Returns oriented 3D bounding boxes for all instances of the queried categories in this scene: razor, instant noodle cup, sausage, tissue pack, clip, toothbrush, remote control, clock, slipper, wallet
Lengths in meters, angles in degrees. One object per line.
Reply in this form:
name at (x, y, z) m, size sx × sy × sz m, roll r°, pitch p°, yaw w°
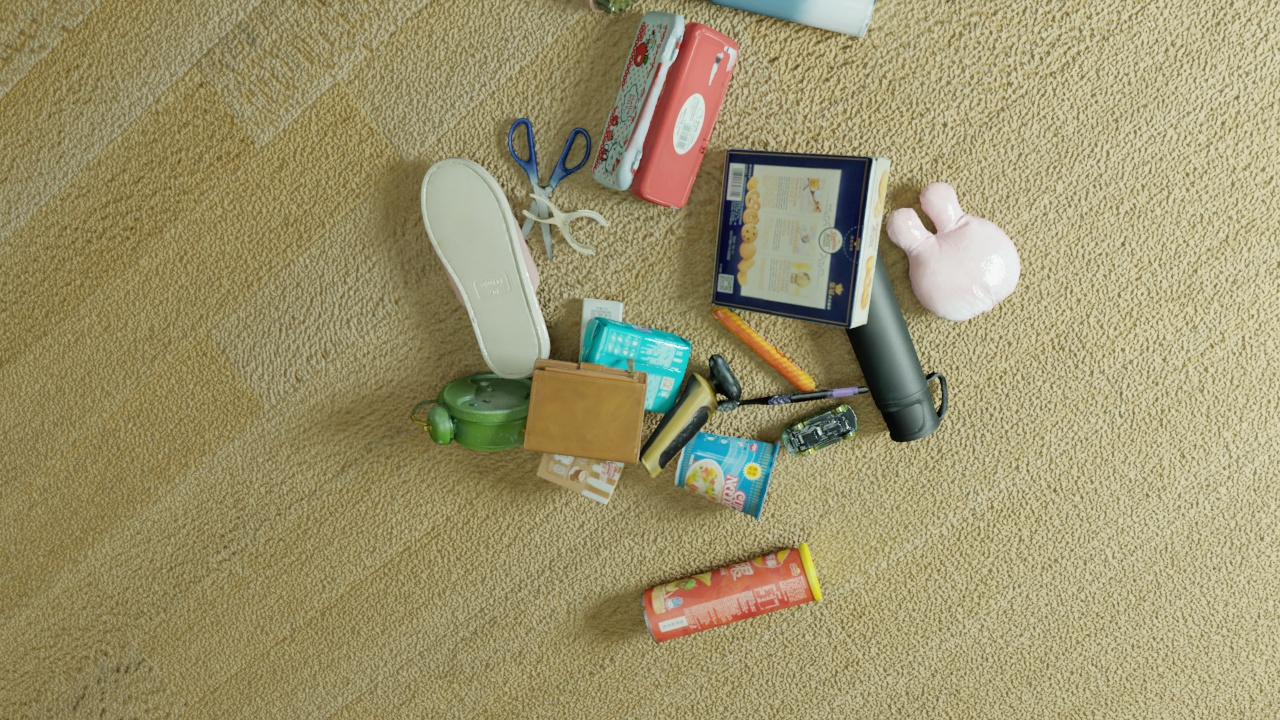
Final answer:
razor at (0.057, 0.068, 1.070) m, size 0.167 × 0.068 × 0.062 m, roll -49°, pitch 138°, yaw -18°
instant noodle cup at (0.102, 0.131, 1.100) m, size 0.110 × 0.099 × 0.099 m, roll 14°, pitch 102°, yaw 10°
sausage at (0.148, -0.014, 1.098) m, size 0.165 × 0.021 × 0.021 m, roll 40°, pitch 102°, yaw -4°
tissue pack at (-0.006, 0.006, 1.087) m, size 0.133 × 0.050 × 0.093 m, roll 13°, pitch 101°, yaw -20°
clip at (-0.079, -0.173, 1.075) m, size 0.104 × 0.034 × 0.087 m, roll 44°, pitch 102°, yaw -10°
toothbrush at (0.176, 0.046, 1.093) m, size 0.189 × 0.016 × 0.014 m, roll -8°, pitch 99°, yaw 19°
remote control at (-0.050, -0.013, 1.116) m, size 0.049 × 0.024 × 0.125 m, roll 5°, pitch 101°, yaw 4°
clock at (-0.194, 0.061, 1.099) m, size 0.161 × 0.116 × 0.056 m, roll 3°, pitch 112°, yaw 2°
slipper at (-0.179, -0.109, 1.090) m, size 0.114 × 0.054 × 0.274 m, roll -21°, pitch 94°, yaw 16°
wallet at (-0.060, 0.050, 1.029) m, size 0.130 × 0.035 × 0.119 m, roll 8°, pitch 86°, yaw 0°

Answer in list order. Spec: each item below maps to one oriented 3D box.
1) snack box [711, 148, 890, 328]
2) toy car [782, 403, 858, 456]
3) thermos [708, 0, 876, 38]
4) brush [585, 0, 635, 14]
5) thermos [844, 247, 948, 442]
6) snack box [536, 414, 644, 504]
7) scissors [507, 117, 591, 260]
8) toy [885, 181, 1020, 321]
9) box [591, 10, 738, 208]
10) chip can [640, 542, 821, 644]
snack box at (0.171, -0.138, 1.015) m, size 0.183 × 0.045 × 0.178 m, roll 13°, pitch 104°, yaw 35°
toy car at (0.215, 0.082, 1.103) m, size 0.091 × 0.036 × 0.043 m, roll -22°, pitch 97°, yaw 10°
thermos at (0.146, -0.409, 0.998) m, size 0.220 × 0.070 × 0.070 m, roll 15°, pitch 102°, yaw 3°
brush at (-0.015, -0.450, 1.009) m, size 0.073 × 0.063 × 0.146 m, roll 43°, pitch 106°, yaw 26°
thermos at (0.286, -0.031, 1.066) m, size 0.089 × 0.068 × 0.242 m, roll -27°, pitch 101°, yaw -18°
snack box at (-0.060, 0.101, 1.101) m, size 0.094 × 0.076 × 0.093 m, roll 23°, pitch 120°, yaw 1°
scissors at (-0.111, -0.209, 1.088) m, size 0.163 × 0.012 × 0.162 m, roll -27°, pitch 99°, yaw 10°
toy at (0.354, -0.123, 1.040) m, size 0.121 × 0.054 × 0.159 m, roll -37°, pitch 96°, yaw 4°
box at (0.026, -0.283, 1.047) m, size 0.095 × 0.100 × 0.201 m, roll 11°, pitch 104°, yaw -38°
chip can at (0.112, 0.290, 1.137) m, size 0.217 × 0.073 × 0.073 m, roll -19°, pitch 99°, yaw 8°
